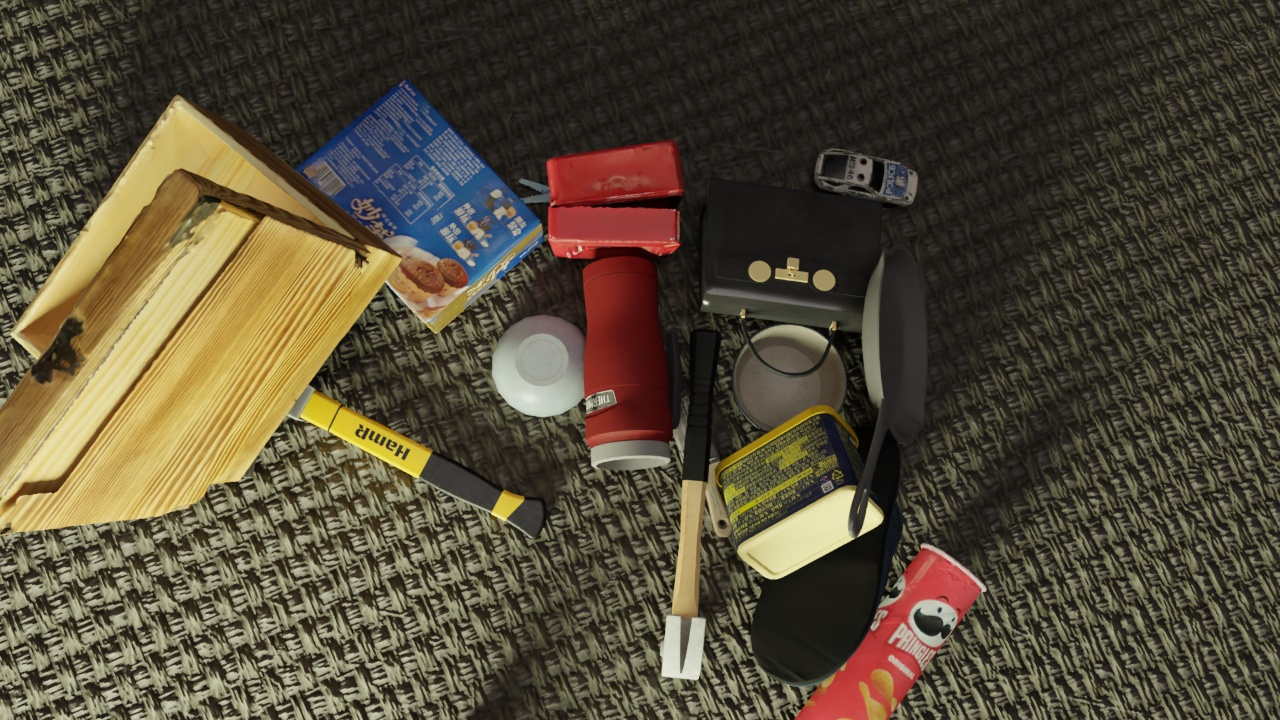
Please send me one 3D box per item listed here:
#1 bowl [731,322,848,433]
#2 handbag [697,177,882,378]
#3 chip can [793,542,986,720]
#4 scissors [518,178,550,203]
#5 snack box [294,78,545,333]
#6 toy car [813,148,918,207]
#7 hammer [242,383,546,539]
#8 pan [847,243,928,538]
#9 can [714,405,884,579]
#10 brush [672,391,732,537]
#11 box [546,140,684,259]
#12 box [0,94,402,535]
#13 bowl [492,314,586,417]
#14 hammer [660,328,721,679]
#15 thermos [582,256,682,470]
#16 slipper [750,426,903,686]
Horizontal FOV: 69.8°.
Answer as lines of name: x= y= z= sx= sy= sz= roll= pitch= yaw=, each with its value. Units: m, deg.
bowl: x=0.145 y=0.024 z=0.927 sx=0.115 sy=0.059 sz=0.115 roll=0 pitch=81 yaw=-3
handbag: x=0.143 y=-0.070 z=0.904 sx=0.176 sy=0.072 sz=0.195 roll=8 pitch=61 yaw=-2
chip can: x=0.235 y=0.290 z=0.886 sx=0.073 sy=0.073 sz=0.232 roll=39 pitch=82 yaw=3
scissors: x=-0.062 y=-0.184 z=0.971 sx=0.142 sy=0.015 sz=0.095 roll=21 pitch=81 yaw=-6
snack box: x=-0.222 y=-0.154 z=0.930 sx=0.155 sy=0.069 sz=0.202 roll=-43 pitch=85 yaw=-9
toy car: x=0.242 y=-0.196 z=0.977 sx=0.113 sy=0.040 sz=0.048 roll=11 pitch=82 yaw=-2
hammer: x=-0.242 y=0.094 z=0.912 sx=0.324 sy=0.034 sz=0.169 roll=27 pitch=82 yaw=0
pan: x=0.225 y=0.025 z=0.850 sx=0.024 sy=0.217 sz=0.353 roll=-2 pitch=39 yaw=29
can: x=0.147 y=0.125 z=0.859 sx=0.135 sy=0.104 sz=0.075 roll=-34 pitch=127 yaw=20
brush: x=0.064 y=0.106 z=0.934 sx=0.039 sy=0.012 sz=0.151 roll=-19 pitch=84 yaw=-5
box: x=-0.026 y=-0.149 z=0.888 sx=0.129 sy=0.157 sz=0.097 roll=-4 pitch=92 yaw=-4
box: x=-0.395 y=-0.048 z=0.733 sx=0.286 sy=0.336 sz=0.279 roll=38 pitch=92 yaw=8
bowl: x=-0.099 y=0.002 z=0.927 sx=0.106 sy=0.039 sz=0.106 roll=0 pitch=81 yaw=-3
hammer: x=0.051 y=0.132 z=0.878 sx=0.039 sy=0.131 sz=0.327 roll=5 pitch=76 yaw=2
thermos: x=-0.005 y=0.005 z=0.909 sx=0.108 sy=0.084 sz=0.198 roll=8 pitch=71 yaw=-37
slipper: x=0.195 y=0.195 z=0.889 sx=0.109 sy=0.083 sz=0.264 roll=5 pitch=56 yaw=34
